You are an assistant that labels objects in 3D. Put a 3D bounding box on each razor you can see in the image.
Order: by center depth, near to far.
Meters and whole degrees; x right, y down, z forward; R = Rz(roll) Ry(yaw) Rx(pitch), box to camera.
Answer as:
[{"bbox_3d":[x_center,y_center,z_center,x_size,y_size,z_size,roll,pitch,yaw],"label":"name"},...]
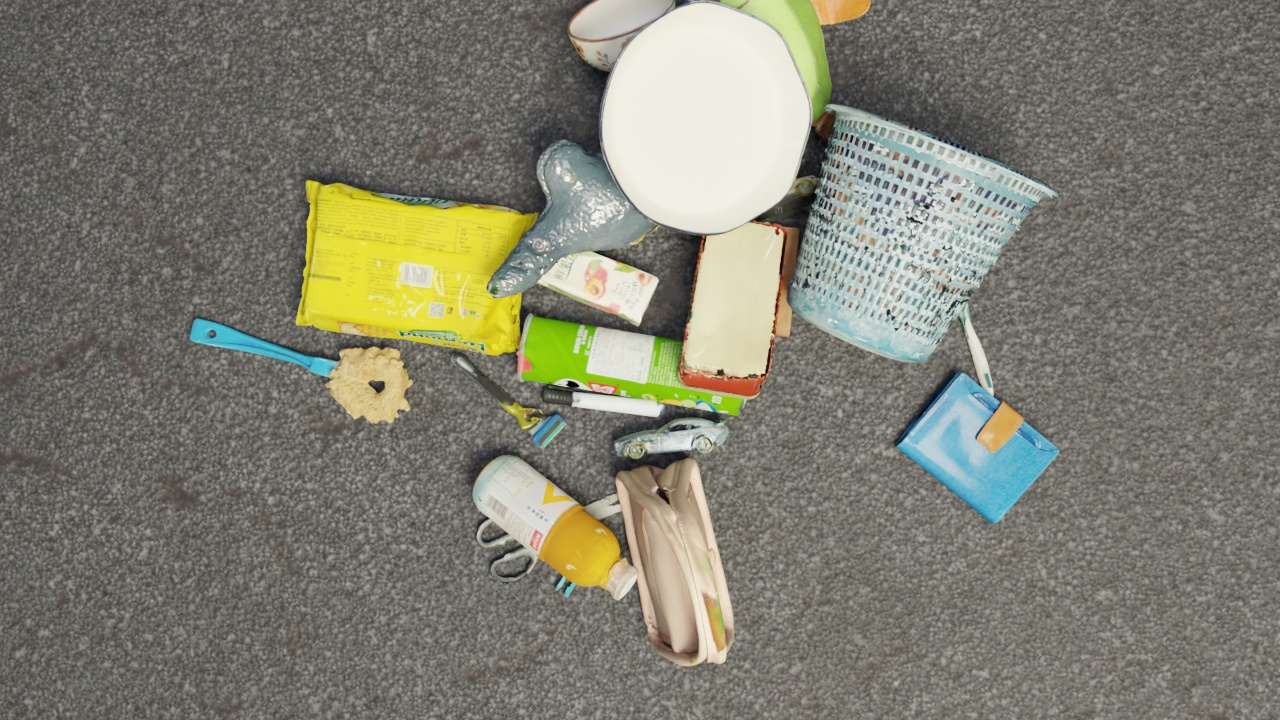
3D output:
[{"bbox_3d":[-0.147,0.040,0.977,0.143,0.022,0.042,38,57,6],"label":"razor"}]

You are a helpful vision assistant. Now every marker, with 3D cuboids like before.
[{"bbox_3d":[-0.038,0.043,0.975,0.131,0.018,0.022,6,60,1],"label":"marker"}]

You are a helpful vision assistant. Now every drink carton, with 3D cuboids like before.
[{"bbox_3d":[-0.047,-0.083,0.961,0.122,0.045,0.053,23,84,1],"label":"drink carton"}]

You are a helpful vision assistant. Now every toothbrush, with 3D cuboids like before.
[{"bbox_3d":[0.342,-0.053,0.963,0.018,0.016,0.191,-17,89,-9],"label":"toothbrush"}]

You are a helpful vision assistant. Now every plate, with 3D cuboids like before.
[{"bbox_3d":[0.057,-0.222,0.855,0.204,0.045,0.205,-4,106,-14],"label":"plate"}]

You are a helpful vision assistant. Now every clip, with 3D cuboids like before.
[{"bbox_3d":[-0.070,0.226,0.978,0.041,0.014,0.056,30,91,2],"label":"clip"}]

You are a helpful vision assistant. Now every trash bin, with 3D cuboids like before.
[{"bbox_3d":[0.244,-0.113,0.880,0.226,0.226,0.195,23,105,2],"label":"trash bin"}]

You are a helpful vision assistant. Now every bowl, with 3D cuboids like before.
[{"bbox_3d":[-0.012,-0.332,0.944,0.113,0.113,0.062,-23,132,2],"label":"bowl"}]

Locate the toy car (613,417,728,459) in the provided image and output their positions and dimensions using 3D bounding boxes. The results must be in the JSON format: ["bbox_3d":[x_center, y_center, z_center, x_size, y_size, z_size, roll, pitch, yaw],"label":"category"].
[{"bbox_3d":[0.032,0.080,0.954,0.120,0.054,0.037,-9,92,3],"label":"toy car"}]

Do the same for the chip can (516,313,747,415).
[{"bbox_3d":[-0.006,0.006,0.947,0.236,0.072,0.072,9,90,2],"label":"chip can"}]

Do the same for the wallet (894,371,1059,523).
[{"bbox_3d":[0.349,0.090,0.952,0.133,0.040,0.106,39,96,1],"label":"wallet"}]

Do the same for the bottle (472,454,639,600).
[{"bbox_3d":[-0.085,0.170,0.929,0.189,0.068,0.068,34,91,20],"label":"bottle"}]

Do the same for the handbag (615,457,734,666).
[{"bbox_3d":[0.041,0.197,0.863,0.093,0.234,0.193,-13,90,-4],"label":"handbag"}]

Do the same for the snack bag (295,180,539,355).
[{"bbox_3d":[-0.237,-0.096,0.958,0.246,0.068,0.158,8,90,1],"label":"snack bag"}]

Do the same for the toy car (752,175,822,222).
[{"bbox_3d":[0.146,-0.169,0.956,0.090,0.042,0.035,-16,68,8],"label":"toy car"}]

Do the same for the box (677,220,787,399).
[{"bbox_3d":[0.088,-0.056,0.891,0.091,0.079,0.168,10,70,3],"label":"box"}]

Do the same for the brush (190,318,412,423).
[{"bbox_3d":[-0.361,0.001,0.981,0.255,0.046,0.083,16,94,6],"label":"brush"}]

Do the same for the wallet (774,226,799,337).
[{"bbox_3d":[0.113,-0.086,0.965,0.101,0.020,0.115,6,94,2],"label":"wallet"}]

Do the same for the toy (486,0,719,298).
[{"bbox_3d":[-0.018,-0.189,0.908,0.356,0.138,0.091,-51,49,1],"label":"toy"}]

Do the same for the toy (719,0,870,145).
[{"bbox_3d":[0.124,-0.306,0.927,0.227,0.089,0.247,-21,103,11],"label":"toy"}]

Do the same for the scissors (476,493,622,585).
[{"bbox_3d":[-0.093,0.171,0.979,0.145,0.014,0.172,32,90,1],"label":"scissors"}]
